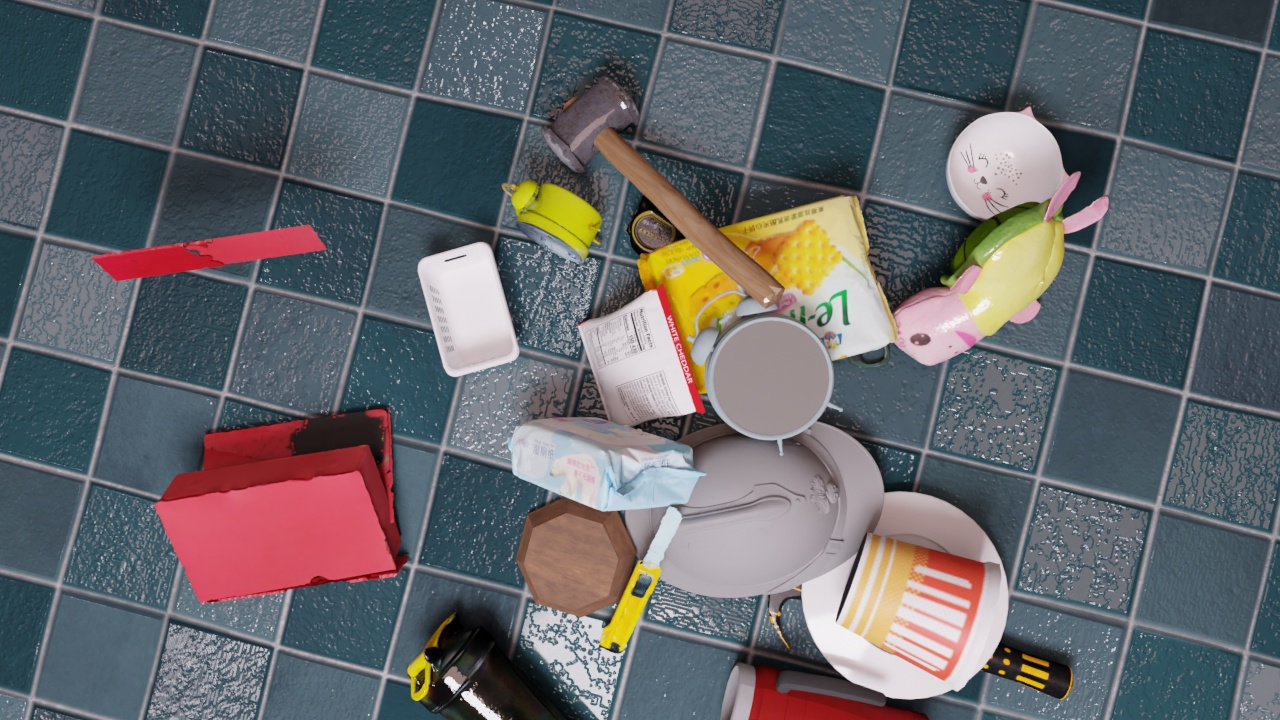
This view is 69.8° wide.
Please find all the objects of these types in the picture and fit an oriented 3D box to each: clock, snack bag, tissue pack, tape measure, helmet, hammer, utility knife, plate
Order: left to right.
[{"bbox_3d":[-0.096,-0.149,0.958,0.119,0.083,0.057,29,84,0],"label":"clock"},{"bbox_3d":[-0.071,0.209,0.968,0.131,0.025,0.131,0,91,9],"label":"plate"},{"bbox_3d":[-0.035,0.098,0.893,0.112,0.182,0.070,3,94,-41],"label":"tissue pack"},{"bbox_3d":[-0.006,0.005,0.936,0.039,0.144,0.130,-16,87,-42],"label":"snack bag"},{"bbox_3d":[-0.001,0.224,0.919,0.030,0.019,0.225,14,122,-10],"label":"utility knife"},{"bbox_3d":[0.017,-0.137,0.977,0.062,0.034,0.061,28,87,4],"label":"tape measure"},{"bbox_3d":[0.023,-0.164,0.915,0.098,0.052,0.328,-42,64,1],"label":"hammer"},{"bbox_3d":[0.105,0.148,0.909,0.271,0.117,0.183,-13,83,11],"label":"helmet"},{"bbox_3d":[0.116,0.005,0.884,0.122,0.045,0.159,-37,93,4],"label":"clock"},{"bbox_3d":[0.125,-0.063,0.938,0.247,0.068,0.159,-14,91,4],"label":"snack bag"},{"bbox_3d":[0.271,0.239,0.937,0.208,0.015,0.208,0,83,4],"label":"plate"},{"bbox_3d":[0.289,0.285,0.956,0.320,0.036,0.123,19,89,5],"label":"hammer"}]

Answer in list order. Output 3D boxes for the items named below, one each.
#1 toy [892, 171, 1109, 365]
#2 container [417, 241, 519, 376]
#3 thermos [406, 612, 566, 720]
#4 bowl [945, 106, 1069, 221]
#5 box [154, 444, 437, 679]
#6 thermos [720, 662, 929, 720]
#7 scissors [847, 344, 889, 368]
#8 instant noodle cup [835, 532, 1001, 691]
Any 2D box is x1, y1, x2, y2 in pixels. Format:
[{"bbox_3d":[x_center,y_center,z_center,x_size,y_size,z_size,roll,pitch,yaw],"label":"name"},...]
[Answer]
[{"bbox_3d":[0.353,-0.086,0.910,0.239,0.189,0.087,-49,56,27],"label":"toy"},{"bbox_3d":[-0.179,-0.053,0.975,0.081,0.049,0.129,-16,88,2],"label":"container"},{"bbox_3d":[-0.138,0.365,0.942,0.221,0.098,0.098,44,90,-2],"label":"thermos"},{"bbox_3d":[0.371,-0.195,0.956,0.115,0.050,0.114,0,88,2],"label":"bowl"},{"bbox_3d":[-0.347,0.257,1.079,0.214,0.479,0.171,-9,65,2],"label":"box"},{"bbox_3d":[0.189,0.361,0.925,0.198,0.083,0.108,15,125,1],"label":"thermos"},{"bbox_3d":[0.158,-0.049,0.979,0.204,0.015,0.201,-32,88,3],"label":"scissors"},{"bbox_3d":[0.260,0.230,0.875,0.121,0.123,0.123,20,89,13],"label":"instant noodle cup"}]
